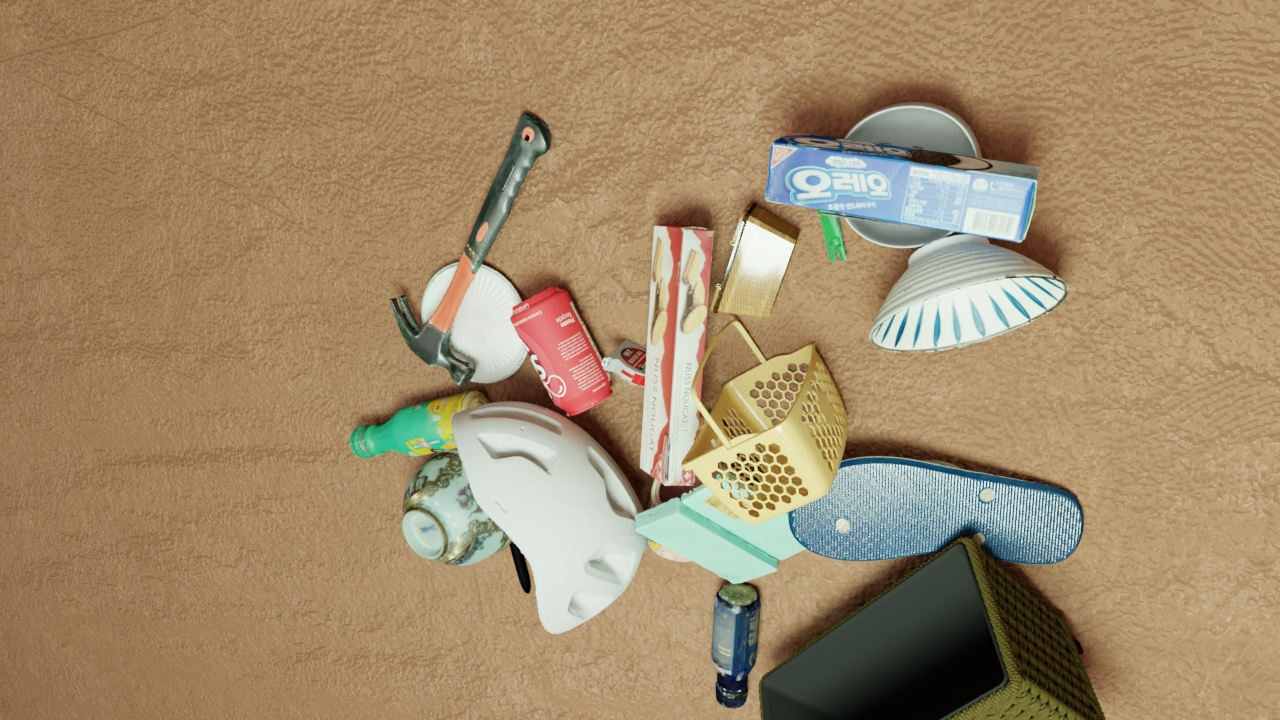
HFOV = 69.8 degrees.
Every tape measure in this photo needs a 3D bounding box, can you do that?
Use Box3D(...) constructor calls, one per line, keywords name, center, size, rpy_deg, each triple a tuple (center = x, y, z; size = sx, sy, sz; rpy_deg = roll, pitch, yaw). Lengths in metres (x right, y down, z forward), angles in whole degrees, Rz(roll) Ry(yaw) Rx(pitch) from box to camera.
Box3D(name="tape measure", center=(-0.006, 0.006, 1.047), size=(0.062, 0.060, 0.020), rpy_deg=(28, 118, 9))

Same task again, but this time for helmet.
Box3D(name="helmet", center=(-0.114, 0.162, 1.069), size=(0.282, 0.224, 0.183), rpy_deg=(44, 85, 6))

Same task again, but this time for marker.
Box3D(name="marker", center=(-0.169, 0.255, 1.238), size=(0.018, 0.015, 0.134), rpy_deg=(-10, 105, 7))

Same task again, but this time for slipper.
Box3D(name="slipper", center=(0.052, 0.159, 1.067), size=(0.093, 0.081, 0.198), rpy_deg=(21, 114, 15))
Box3D(name="slipper", center=(0.306, 0.155, 0.966), size=(0.295, 0.060, 0.118), rpy_deg=(3, 105, 9))

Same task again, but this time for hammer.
Box3D(name="hammer", center=(-0.191, -0.135, 1.083), size=(0.133, 0.033, 0.334), rpy_deg=(37, 114, 10))

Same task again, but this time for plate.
Box3D(name="plate", center=(-0.204, -0.047, 1.142), size=(0.157, 0.014, 0.157), rpy_deg=(8, 112, 21))

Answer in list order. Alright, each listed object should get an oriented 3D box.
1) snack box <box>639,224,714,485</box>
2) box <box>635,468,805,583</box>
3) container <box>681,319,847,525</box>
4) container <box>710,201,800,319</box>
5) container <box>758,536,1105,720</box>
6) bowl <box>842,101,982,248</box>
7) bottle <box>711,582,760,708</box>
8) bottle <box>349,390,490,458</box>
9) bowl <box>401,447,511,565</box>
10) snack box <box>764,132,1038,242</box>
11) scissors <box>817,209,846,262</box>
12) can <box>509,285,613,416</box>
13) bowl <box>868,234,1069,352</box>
Box3D(name="snack box", center=(0.035, -0.007, 0.981), size=(0.077, 0.044, 0.273), rpy_deg=(-155, 67, -65))
Box3D(name="box", center=(0.103, 0.192, 1.030), size=(0.137, 0.033, 0.186), rpy_deg=(-29, 133, 34))
Box3D(name="container", center=(0.122, 0.049, 0.936), size=(0.129, 0.182, 0.167), rpy_deg=(-30, 102, 30))
Box3D(name="container", center=(0.120, -0.099, 0.953), size=(0.061, 0.063, 0.114), rpy_deg=(20, 116, 8))
Box3D(name="container", center=(0.309, 0.373, 0.958), size=(0.205, 0.176, 0.322), rpy_deg=(31, 122, -19))
Box3D(name="bowl", center=(0.252, -0.175, 0.860), size=(0.132, 0.064, 0.132), rpy_deg=(8, 112, 21))
Box3D(name="bottle", center=(0.115, 0.351, 1.123), size=(0.056, 0.056, 0.161), rpy_deg=(9, 112, 21))
Box3D(name="bottle", center=(-0.292, 0.091, 1.202), size=(0.210, 0.067, 0.068), rpy_deg=(-13, 103, 28))
Box3D(name="bowl", center=(-0.254, 0.206, 1.202), size=(0.160, 0.093, 0.160), rpy_deg=(13, 116, 27))
Box3D(name="snack box", center=(0.227, -0.155, 0.808), size=(0.227, 0.059, 0.059), rpy_deg=(13, 117, 20))
Box3D(name="scissors", center=(0.193, -0.160, 0.924), size=(0.071, 0.014, 0.130), rpy_deg=(-17, 100, 28))
Box3D(name="can", center=(-0.091, -0.012, 1.070), size=(0.075, 0.074, 0.142), rpy_deg=(-23, 98, 29))
Box3D(name="bowl", center=(0.293, -0.070, 0.849), size=(0.178, 0.177, 0.070), rpy_deg=(-20, 69, 29))
